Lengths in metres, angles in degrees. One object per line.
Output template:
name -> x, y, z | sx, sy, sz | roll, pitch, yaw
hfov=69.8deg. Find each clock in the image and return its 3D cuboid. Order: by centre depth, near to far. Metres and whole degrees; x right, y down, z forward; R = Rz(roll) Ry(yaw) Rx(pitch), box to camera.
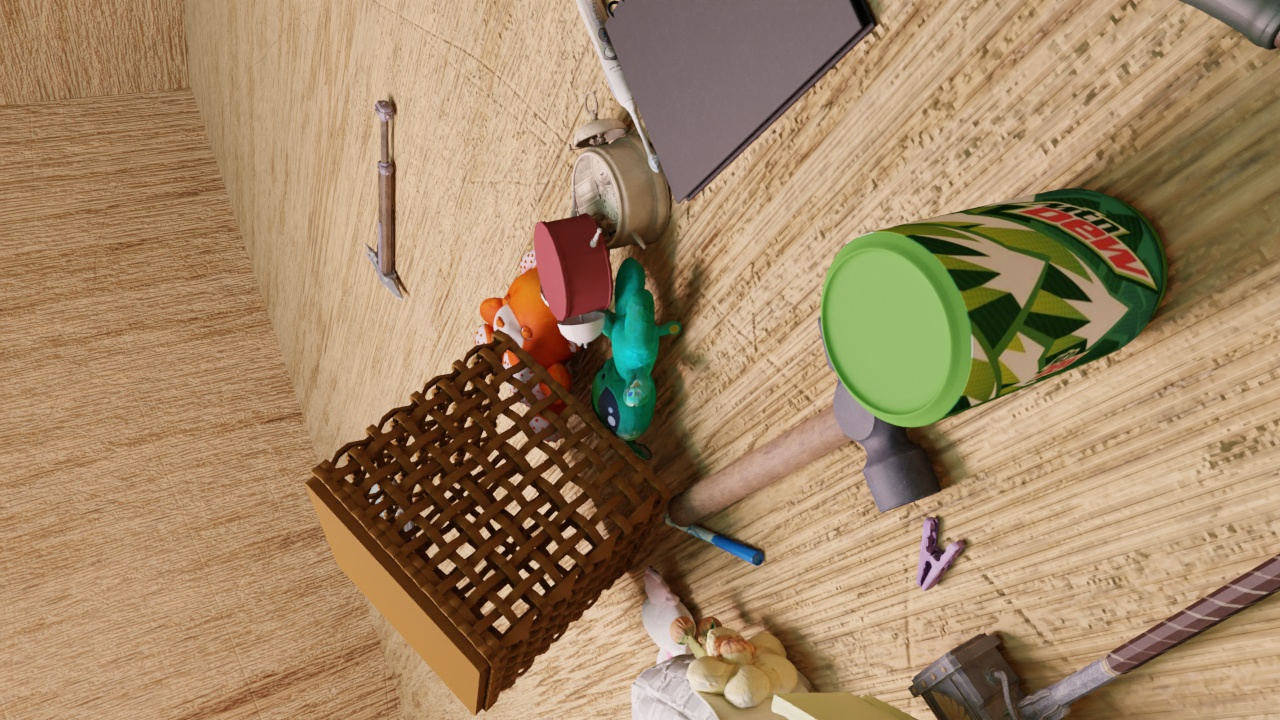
clock -> -0.027, -0.155, 0.766 | 0.093, 0.054, 0.141 | -12, 96, 62
clock -> -0.057, -0.070, 0.767 | 0.087, 0.044, 0.125 | -122, 24, -44

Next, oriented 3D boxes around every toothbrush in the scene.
toothbrush -> -0.019, -0.234, 0.745 | 0.024, 0.022, 0.185 | 116, 135, -76

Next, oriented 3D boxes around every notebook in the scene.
notebook -> 0.051, -0.233, 0.627 | 0.232, 0.019, 0.169 | -34, 75, 60

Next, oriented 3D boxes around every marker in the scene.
marker -> 0.060, 0.156, 0.812 | 0.142, 0.013, 0.013 | 10, 113, 59

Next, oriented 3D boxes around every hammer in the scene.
hammer -> 0.246, 0.137, 0.442 | 0.098, 0.044, 0.323 | 58, 147, 27
hammer -> 0.093, 0.079, 0.695 | 0.323, 0.040, 0.129 | -45, 61, 59
hammer -> -0.379, -0.240, 1.369 | 0.147, 0.028, 0.318 | 53, 146, 34

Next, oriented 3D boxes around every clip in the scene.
clip -> 0.184, 0.120, 0.578 | 0.045, 0.014, 0.051 | 62, 147, 21

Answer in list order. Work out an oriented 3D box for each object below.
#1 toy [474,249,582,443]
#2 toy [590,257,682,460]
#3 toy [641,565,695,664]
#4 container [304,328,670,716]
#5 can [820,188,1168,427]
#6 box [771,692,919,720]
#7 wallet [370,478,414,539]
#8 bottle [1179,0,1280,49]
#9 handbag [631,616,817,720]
toy -> -0.110, -0.017, 0.943 | 0.163, 0.092, 0.173 | 54, 144, 31
toy -> -0.005, 0.005, 0.797 | 0.130, 0.072, 0.194 | -108, 18, -46
toy -> 0.028, 0.260, 0.896 | 0.076, 0.037, 0.125 | -5, 97, 65
container -> -0.144, 0.161, 0.865 | 0.219, 0.213, 0.252 | 43, 152, 13
can -> 0.159, -0.028, 0.409 | 0.083, 0.143, 0.083 | 34, 132, 49
box -> 0.174, 0.238, 0.512 | 0.133, 0.061, 0.188 | 42, 163, -24
wallet -> -0.489, 0.299, 1.816 | 0.132, 0.054, 0.100 | 34, 133, 43
bottle -> 0.193, -0.177, 0.368 | 0.174, 0.055, 0.055 | 54, 146, 30
handbag -> 0.064, 0.280, 0.773 | 0.172, 0.112, 0.123 | -7, 88, 61
